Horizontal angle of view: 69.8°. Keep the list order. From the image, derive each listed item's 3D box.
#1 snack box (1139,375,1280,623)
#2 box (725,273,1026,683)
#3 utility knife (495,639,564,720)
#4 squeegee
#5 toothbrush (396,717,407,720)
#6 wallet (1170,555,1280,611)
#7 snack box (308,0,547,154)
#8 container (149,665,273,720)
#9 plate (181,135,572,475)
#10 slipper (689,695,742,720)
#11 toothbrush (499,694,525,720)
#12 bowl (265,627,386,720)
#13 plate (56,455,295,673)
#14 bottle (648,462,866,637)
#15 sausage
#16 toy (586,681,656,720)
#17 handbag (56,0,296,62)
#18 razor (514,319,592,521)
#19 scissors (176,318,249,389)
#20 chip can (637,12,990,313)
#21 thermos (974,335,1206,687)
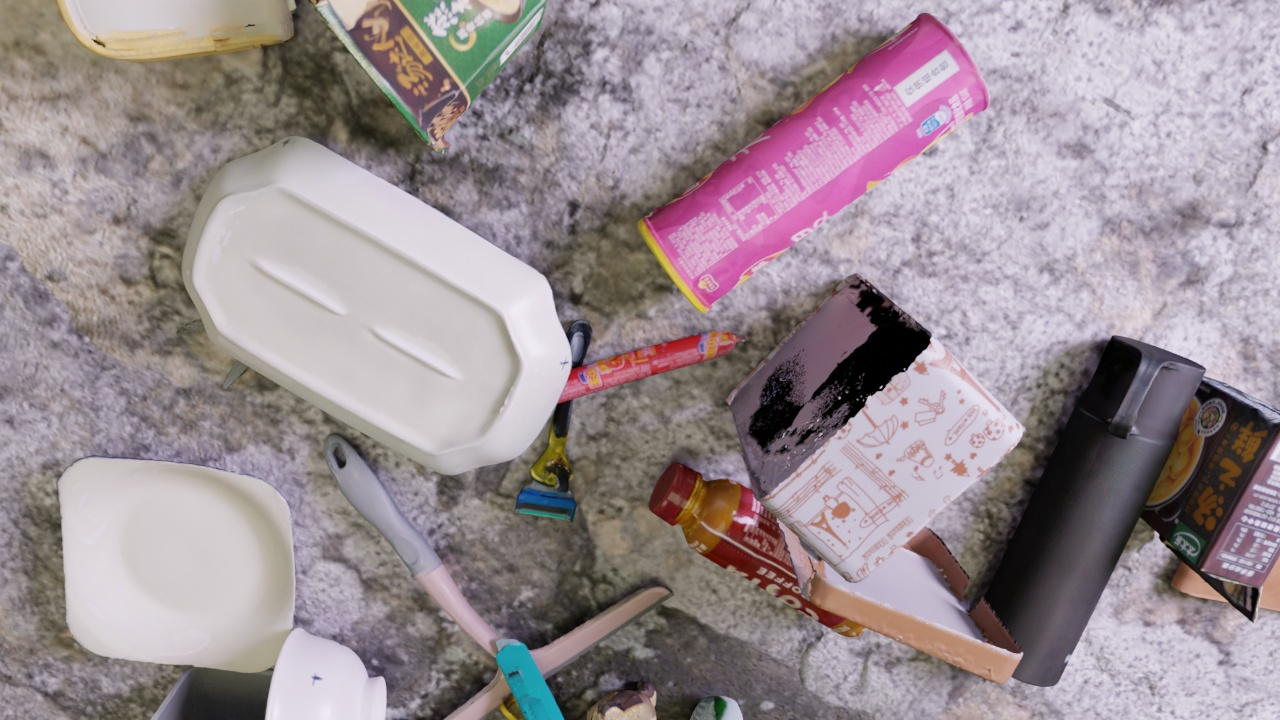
[{"bbox_3d":[0.377,0.084,0.603,0.053,0.113,0.126,18,106,-5],"label":"snack box"},{"bbox_3d":[0.163,0.079,0.565,0.193,0.183,0.157,40,103,-12],"label":"box"},{"bbox_3d":[-0.072,0.266,0.677,0.029,0.013,0.157,-24,110,-8],"label":"utility knife"},{"bbox_3d":[-0.146,0.154,0.659,0.248,0.040,0.249,-35,102,7],"label":"squeegee"},{"bbox_3d":[-0.109,0.320,0.727,0.191,0.016,0.018,21,97,-6],"label":"toothbrush"},{"bbox_3d":[0.460,0.134,0.670,0.115,0.020,0.101,13,106,-7],"label":"wallet"},{"bbox_3d":[-0.114,-0.196,0.520,0.105,0.118,0.117,-38,104,0],"label":"snack box"},{"bbox_3d":[-0.309,0.303,0.683,0.090,0.090,0.114,9,110,-3],"label":"container"},{"bbox_3d":[-0.174,-0.027,0.582,0.265,0.034,0.162,31,107,-1],"label":"plate"},{"bbox_3d":[0.062,0.375,0.703,0.074,0.104,0.245,5,101,-4],"label":"slipper"},{"bbox_3d":[-0.040,0.320,0.717,0.016,0.015,0.190,-42,110,1],"label":"toothbrush"},{"bbox_3d":[-0.218,0.251,0.652,0.064,0.118,0.118,1,107,-5],"label":"bowl"},{"bbox_3d":[-0.326,0.143,0.659,0.163,0.034,0.164,7,107,-3],"label":"plate"},{"bbox_3d":[0.089,0.130,0.645,0.175,0.057,0.057,31,105,-9],"label":"bottle"},{"bbox_3d":[-0.004,0.004,0.614,0.156,0.020,0.020,-16,107,-6],"label":"sausage"},{"bbox_3d":[-0.012,0.325,0.693,0.066,0.105,0.157,2,92,34],"label":"toy"},{"bbox_3d":[-0.244,-0.263,0.527,0.178,0.063,0.163,-10,108,-13],"label":"handbag"},{"bbox_3d":[-0.055,0.040,0.635,0.042,0.022,0.143,9,101,-13],"label":"razor"},{"bbox_3d":[-0.226,-0.046,0.614,0.159,0.014,0.176,15,109,-2],"label":"scissors"},{"bbox_3d":[0.103,-0.118,0.561,0.211,0.071,0.071,-35,104,9],"label":"chip can"},{"bbox_3d":[0.297,0.105,0.626,0.068,0.089,0.243,27,110,33],"label":"thermos"}]
